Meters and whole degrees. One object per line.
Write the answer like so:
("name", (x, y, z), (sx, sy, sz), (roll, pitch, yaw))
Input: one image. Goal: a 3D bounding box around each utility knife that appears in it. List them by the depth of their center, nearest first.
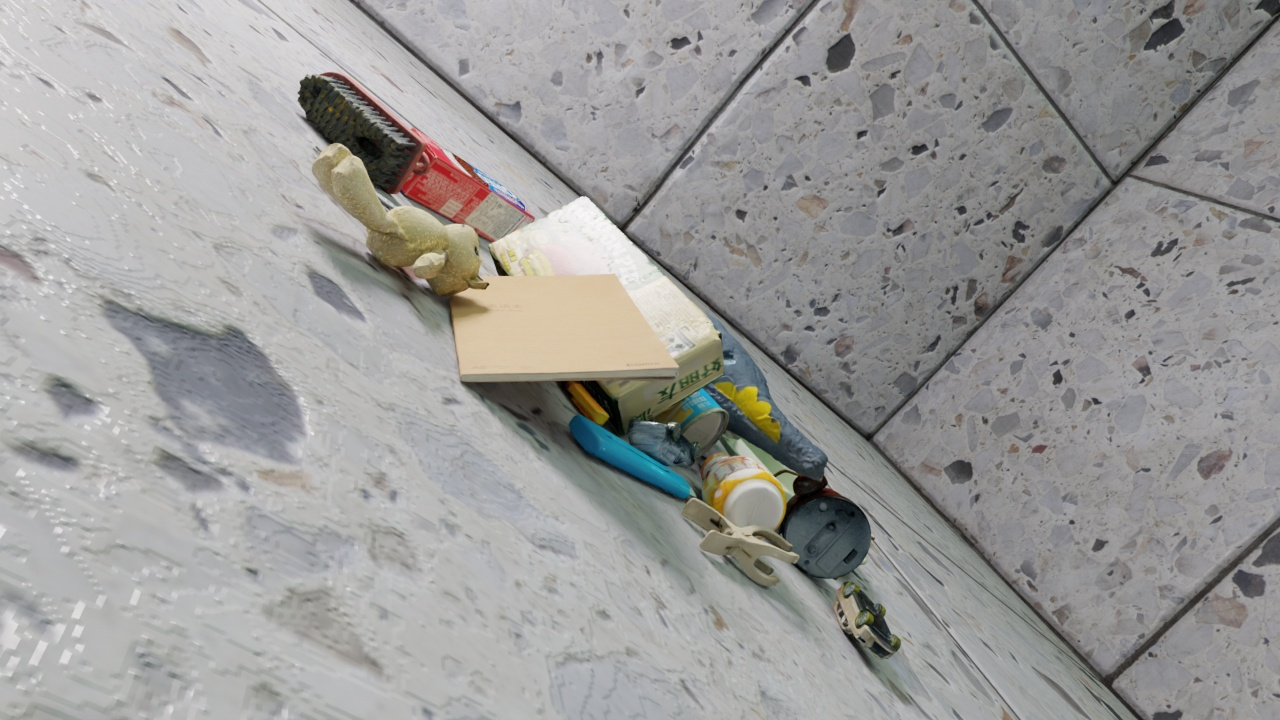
("utility knife", (0.002, 0.083, 0.729), (0.161, 0.018, 0.034), (35, 10, -47))

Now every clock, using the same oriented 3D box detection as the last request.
("clock", (0.169, 0.157, 0.896), (0.122, 0.082, 0.055), (42, 4, -6))

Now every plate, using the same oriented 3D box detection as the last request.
("plate", (0.170, 0.160, 1.071), (0.230, 0.027, 0.230), (40, 9, -8))

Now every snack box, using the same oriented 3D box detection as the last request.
("snack box", (-0.036, -0.049, 0.849), (0.240, 0.114, 0.063), (48, -19, 36))
("snack box", (-0.202, -0.189, 1.045), (0.057, 0.058, 0.207), (49, 11, 24))

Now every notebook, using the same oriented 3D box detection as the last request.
("notebook", (-0.070, -0.030, 0.709), (0.149, 0.012, 0.211), (-1, 23, -14))

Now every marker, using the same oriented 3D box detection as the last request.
("marker", (-0.064, 0.016, 0.785), (0.124, 0.015, 0.018), (46, 8, 39))

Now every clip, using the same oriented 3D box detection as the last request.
("clip", (0.080, 0.145, 0.725), (0.100, 0.035, 0.070), (32, 13, -25))

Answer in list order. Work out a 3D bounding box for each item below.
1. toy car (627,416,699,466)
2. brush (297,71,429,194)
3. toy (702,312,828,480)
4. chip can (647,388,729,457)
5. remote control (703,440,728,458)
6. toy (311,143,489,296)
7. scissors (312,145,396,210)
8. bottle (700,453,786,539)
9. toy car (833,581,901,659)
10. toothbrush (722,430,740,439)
("toy car", (0.019, 0.073, 0.781), (0.043, 0.034, 0.090), (4, -18, 23))
("brush", (-0.276, -0.233, 0.913), (0.146, 0.063, 0.069), (42, 20, 12))
("toy", (0.076, 0.008, 0.977), (0.137, 0.091, 0.356), (28, 14, -27))
("chip can", (-0.005, 0.005, 0.900), (0.210, 0.071, 0.071), (47, 10, 31))
("remote control", (0.040, 0.066, 0.974), (0.136, 0.020, 0.056), (38, 10, -27))
("toy", (-0.177, -0.101, 0.683), (0.105, 0.066, 0.157), (27, -10, 40))
("scissors", (-0.223, -0.134, 0.829), (0.173, 0.012, 0.126), (32, 13, -44))
("bottle", (0.083, 0.113, 0.798), (0.063, 0.063, 0.108), (39, 1, -17))
("toy car", (0.197, 0.231, 0.807), (0.042, 0.035, 0.090), (39, 9, -10))
("toothbrush", (0.033, 0.041, 1.003), (0.187, 0.016, 0.017), (31, 19, -12))
